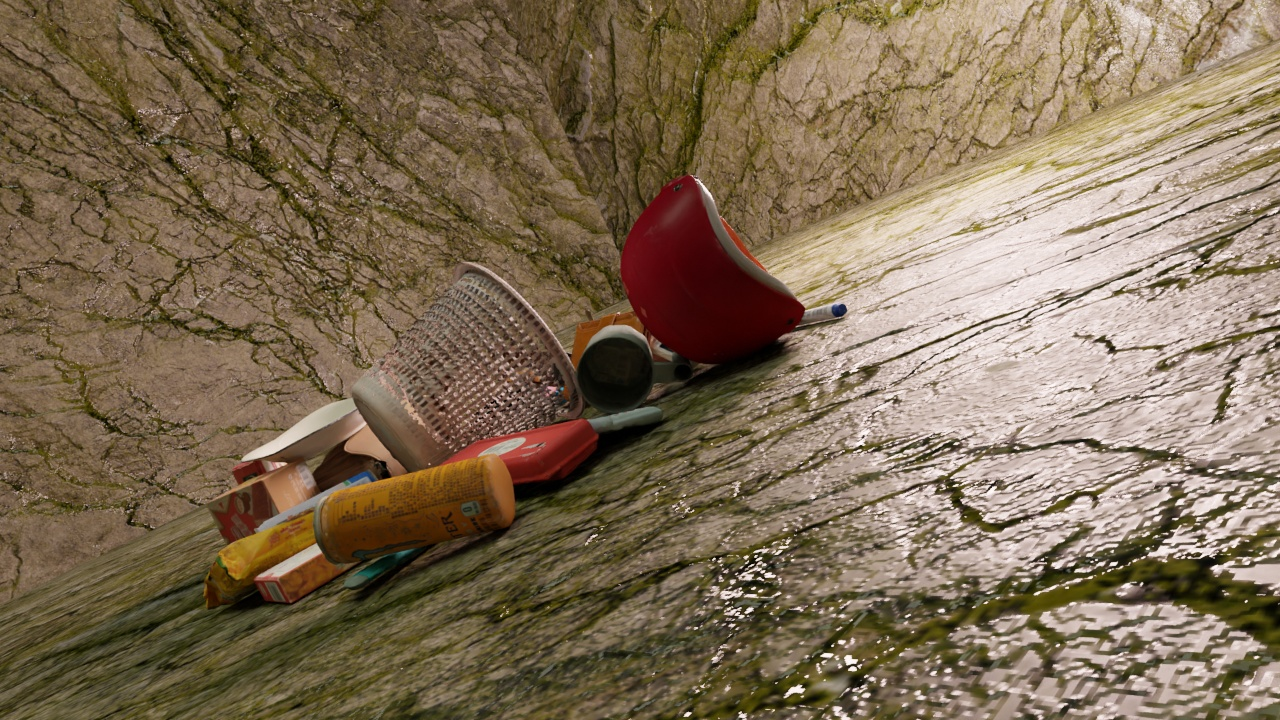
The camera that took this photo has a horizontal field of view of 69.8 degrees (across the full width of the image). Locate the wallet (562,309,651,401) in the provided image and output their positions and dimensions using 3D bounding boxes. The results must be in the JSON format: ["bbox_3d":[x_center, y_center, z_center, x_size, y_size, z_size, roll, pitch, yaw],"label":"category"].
[{"bbox_3d":[-0.039,-0.011,1.143,0.035,0.119,0.131,21,-22,-40],"label":"wallet"}]

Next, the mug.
[{"bbox_3d":[-0.006,0.006,1.016,0.124,0.084,0.103,-2,11,1],"label":"mug"}]

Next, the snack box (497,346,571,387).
[{"bbox_3d":[-0.125,0.008,1.242,0.126,0.053,0.113,-1,-6,37],"label":"snack box"}]

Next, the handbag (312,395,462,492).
[{"bbox_3d":[-0.332,0.117,1.193,0.148,0.100,0.203,-27,10,33],"label":"handbag"}]

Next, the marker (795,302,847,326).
[{"bbox_3d":[0.181,-0.047,1.026,0.016,0.017,0.146,-27,7,-25],"label":"marker"}]

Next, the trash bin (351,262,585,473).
[{"bbox_3d":[-0.207,0.033,1.041,0.191,0.227,0.228,-40,12,-22],"label":"trash bin"}]

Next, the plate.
[{"bbox_3d":[-0.400,0.088,1.150,0.165,0.034,0.163,-18,15,31],"label":"plate"}]

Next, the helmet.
[{"bbox_3d":[0.062,-0.083,1.002,0.144,0.207,0.240,-41,1,6],"label":"helmet"}]

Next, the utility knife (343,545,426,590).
[{"bbox_3d":[-0.181,0.150,0.756,0.029,0.013,0.177,-18,5,29],"label":"utility knife"}]

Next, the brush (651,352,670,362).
[{"bbox_3d":[0.004,-0.012,1.192,0.146,0.063,0.073,-24,8,9],"label":"brush"}]

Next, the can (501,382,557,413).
[{"bbox_3d":[-0.161,0.043,1.332,0.067,0.066,0.093,-23,7,15],"label":"can"}]

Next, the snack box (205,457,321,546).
[{"bbox_3d":[-0.432,0.181,1.078,0.094,0.093,0.076,-21,7,21],"label":"snack box"}]

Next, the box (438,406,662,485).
[{"bbox_3d":[-0.092,0.082,0.865,0.160,0.050,0.202,-24,6,-41],"label":"box"}]

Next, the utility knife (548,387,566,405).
[{"bbox_3d":[-0.099,0.037,1.378,0.034,0.018,0.207,-23,5,14],"label":"utility knife"}]

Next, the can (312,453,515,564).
[{"bbox_3d":[-0.173,0.116,0.710,0.146,0.058,0.058,-14,8,8],"label":"can"}]

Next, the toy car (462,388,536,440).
[{"bbox_3d":[-0.186,0.075,1.224,0.159,0.042,0.070,-19,36,49],"label":"toy car"}]

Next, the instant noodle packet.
[{"bbox_3d":[-0.356,0.187,0.888,0.128,0.044,0.111,-29,-12,-42],"label":"instant noodle packet"}]

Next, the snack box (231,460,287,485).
[{"bbox_3d":[-0.484,0.177,1.211,0.044,0.113,0.127,-23,6,-2],"label":"snack box"}]

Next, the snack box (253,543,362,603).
[{"bbox_3d":[-0.270,0.171,0.849,0.155,0.027,0.077,-29,7,-38],"label":"snack box"}]

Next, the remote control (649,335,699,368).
[{"bbox_3d":[0.034,-0.032,1.126,0.058,0.021,0.150,-46,37,-16],"label":"remote control"}]

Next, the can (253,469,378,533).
[{"bbox_3d":[-0.346,0.173,1.000,0.134,0.053,0.053,-27,7,-28],"label":"can"}]
